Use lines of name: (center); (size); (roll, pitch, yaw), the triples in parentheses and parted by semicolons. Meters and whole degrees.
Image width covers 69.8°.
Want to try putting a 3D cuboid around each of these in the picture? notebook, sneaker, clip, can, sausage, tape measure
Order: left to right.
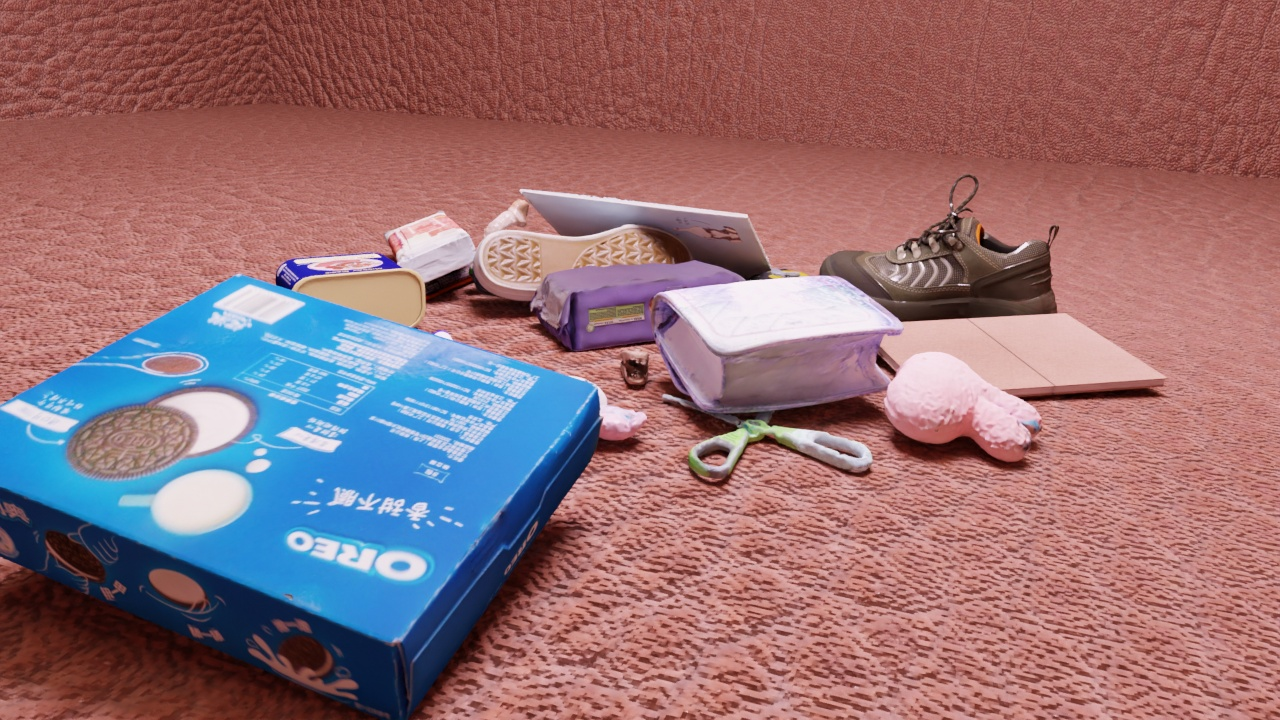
can: (-0.268, -0.062, 0.839); (0.116, 0.057, 0.092); (-9, 21, -30)
sausage: (-0.198, -0.085, 0.968); (0.020, 0.020, 0.155); (9, 20, 18)
sneaker: (-0.060, -0.086, 0.936); (0.235, 0.087, 0.079); (-3, -15, -25)
clip: (-0.004, 0.000, 0.735); (0.026, 0.052, 0.058); (2, 47, 0)
notebook: (0.015, -0.134, 1.006); (0.254, 0.009, 0.181); (10, -13, 22)
tape measure: (0.153, -0.079, 0.973); (0.061, 0.034, 0.061); (-17, 29, -42)
sneaker: (0.297, -0.110, 0.917); (0.238, 0.143, 0.100); (11, 22, 24)
notebook: (0.312, -0.006, 0.790); (0.209, 0.008, 0.141); (-3, 26, -10)

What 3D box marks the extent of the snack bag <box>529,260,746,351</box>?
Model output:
snack bag: (0.006, -0.059, 0.856); (0.205, 0.058, 0.096); (-10, 21, -24)

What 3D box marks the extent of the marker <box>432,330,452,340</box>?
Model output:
marker: (-0.146, 0.006, 0.714); (0.020, 0.020, 0.141); (-4, 19, -19)

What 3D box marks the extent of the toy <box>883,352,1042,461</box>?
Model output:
toy: (0.226, 0.033, 0.644); (0.105, 0.053, 0.108); (25, 27, 24)

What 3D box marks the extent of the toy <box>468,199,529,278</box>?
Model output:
toy: (-0.148, -0.115, 0.977); (0.074, 0.085, 0.105); (-11, 20, 30)

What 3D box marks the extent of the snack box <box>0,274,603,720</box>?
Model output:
snack box: (-0.164, 0.046, 0.447); (0.239, 0.056, 0.195); (17, 33, 13)

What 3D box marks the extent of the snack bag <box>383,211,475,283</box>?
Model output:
snack bag: (-0.231, -0.125, 0.996); (0.077, 0.041, 0.225); (-23, 18, -11)

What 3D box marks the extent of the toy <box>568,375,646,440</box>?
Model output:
toy: (-0.056, 0.031, 0.627); (0.123, 0.038, 0.079); (11, 14, 15)

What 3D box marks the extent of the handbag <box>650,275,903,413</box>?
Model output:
handbag: (0.100, -0.017, 0.695); (0.158, 0.069, 0.126); (-8, 31, -17)

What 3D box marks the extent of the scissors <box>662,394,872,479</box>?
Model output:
scissors: (0.084, 0.049, 0.636); (0.172, 0.023, 0.171); (4, 20, 21)
